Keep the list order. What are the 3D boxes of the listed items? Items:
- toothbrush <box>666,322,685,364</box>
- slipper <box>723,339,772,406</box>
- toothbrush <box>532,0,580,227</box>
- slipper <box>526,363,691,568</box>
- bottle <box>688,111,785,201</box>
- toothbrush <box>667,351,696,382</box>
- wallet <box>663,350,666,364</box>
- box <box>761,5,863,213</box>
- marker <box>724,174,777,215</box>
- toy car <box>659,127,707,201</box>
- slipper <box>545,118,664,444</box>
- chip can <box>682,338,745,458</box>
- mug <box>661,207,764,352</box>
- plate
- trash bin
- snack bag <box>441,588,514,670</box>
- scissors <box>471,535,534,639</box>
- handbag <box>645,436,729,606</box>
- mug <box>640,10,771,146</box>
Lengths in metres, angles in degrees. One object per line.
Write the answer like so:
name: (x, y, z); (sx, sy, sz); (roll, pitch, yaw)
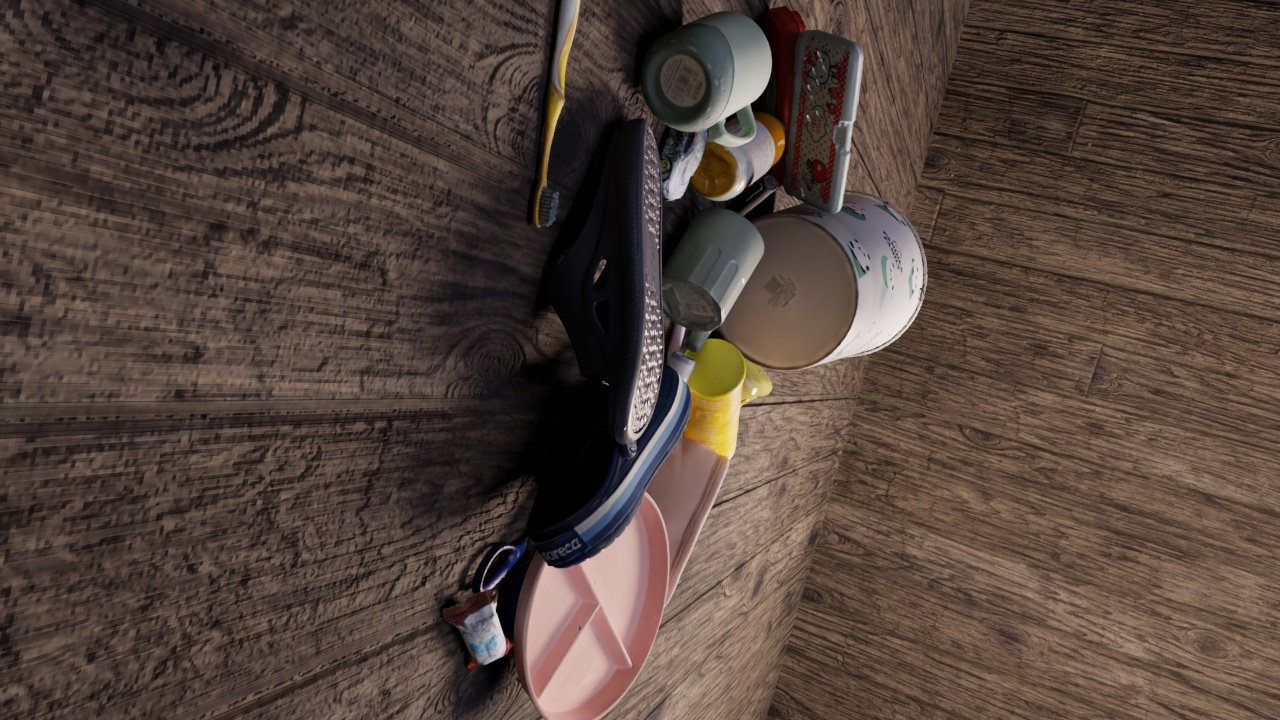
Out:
toothbrush: (0.043, -0.025, 1.018); (0.021, 0.029, 0.189); (9, 97, -32)
slipper: (0.111, 0.023, 1.170); (0.082, 0.091, 0.190); (-35, 174, 10)
toothbrush: (-0.054, -0.185, 0.631); (0.016, 0.018, 0.191); (-28, 131, -66)
slipper: (-0.037, 0.072, 0.781); (0.095, 0.105, 0.252); (57, 31, -16)
bottle: (0.107, -0.221, 0.962); (0.189, 0.068, 0.068); (-44, 145, -54)
toothbrush: (0.003, 0.095, 0.967); (0.221, 0.027, 0.026); (-67, 171, 7)
wallet: (-0.005, 0.005, 0.916); (0.097, 0.019, 0.121); (-58, 153, -36)
box: (0.181, -0.278, 1.031); (0.060, 0.161, 0.201); (-19, 133, -18)
marker: (0.097, -0.154, 0.950); (0.022, 0.020, 0.132); (-21, 174, -30)
toy car: (0.041, -0.198, 0.858); (0.105, 0.031, 0.049); (-71, 159, -5)
slipper: (-0.026, -0.064, 0.735); (0.111, 0.083, 0.267); (53, 38, -71)
chip can: (0.082, 0.056, 1.068); (0.214, 0.072, 0.072); (83, 29, -62)
mug: (0.071, -0.080, 0.956); (0.103, 0.084, 0.124); (-59, 155, -31)
plate: (-0.043, 0.227, 0.866); (0.228, 0.028, 0.229); (-16, 110, -54)
trash bin: (0.220, -0.097, 1.156); (0.251, 0.230, 0.230); (-21, 124, -60)
snack bag: (-0.128, 0.217, 0.735); (0.045, 0.026, 0.105); (-21, 140, -15)
scissors: (-0.101, 0.167, 0.796); (0.162, 0.012, 0.176); (5, 99, -71)
handbag: (0.031, 0.214, 1.101); (0.234, 0.093, 0.192); (85, 29, -61)
mug: (0.061, -0.233, 0.782); (0.106, 0.082, 0.112); (-45, 112, -50)
